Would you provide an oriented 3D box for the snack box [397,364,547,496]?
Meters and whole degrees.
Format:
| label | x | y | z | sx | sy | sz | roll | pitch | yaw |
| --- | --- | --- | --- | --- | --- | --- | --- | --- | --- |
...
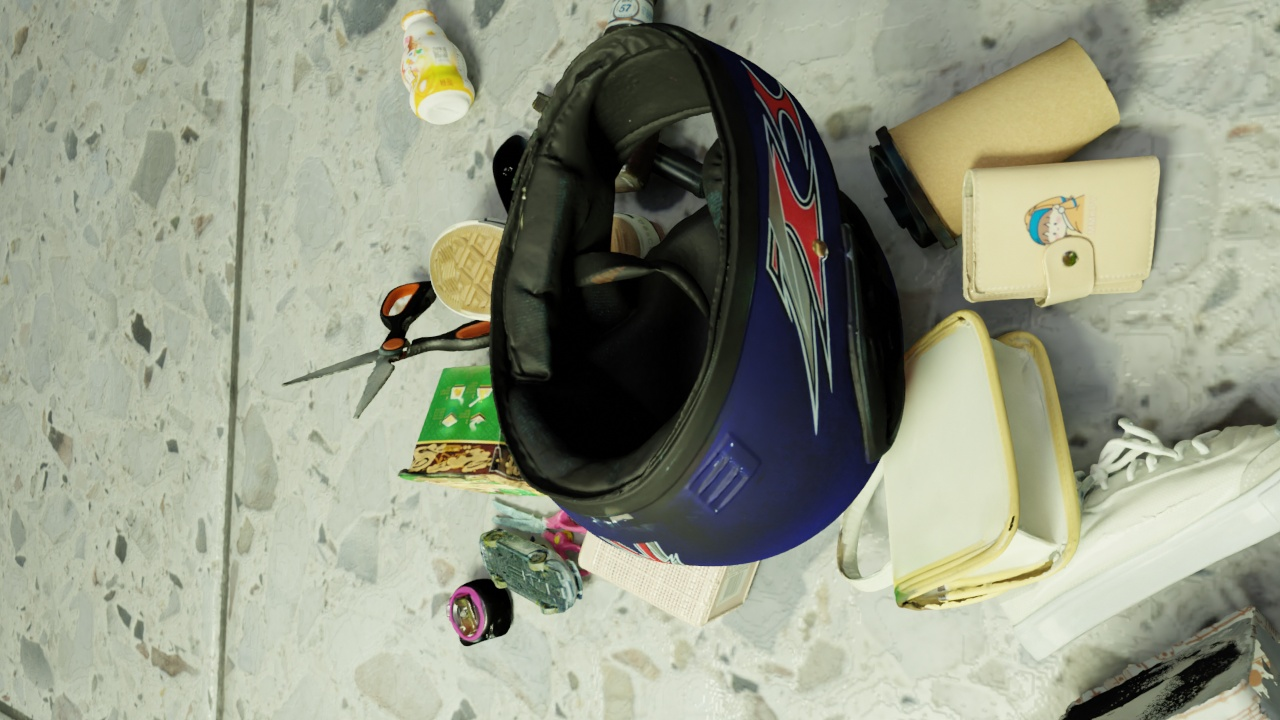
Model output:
| label | x | y | z | sx | sy | sz | roll | pitch | yaw |
| --- | --- | --- | --- | --- | --- | --- | --- | --- | --- |
| snack box | -0.128 | 0.062 | 0.811 | 0.118 | 0.118 | 0.105 | -4 | 74 | 34 |

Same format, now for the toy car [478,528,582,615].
| label | x | y | z | sx | sy | sz | roll | pitch | yaw |
| --- | --- | --- | --- | --- | --- | --- | --- | --- | --- |
| toy car | -0.099 | 0.185 | 0.816 | 0.121 | 0.036 | 0.054 | 9 | 118 | 44 |

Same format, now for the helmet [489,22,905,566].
| label | x | y | z | sx | sy | sz | roll | pitch | yaw |
| --- | --- | --- | --- | --- | --- | --- | --- | --- | --- |
| helmet | 0.050 | -0.027 | 0.598 | 0.248 | 0.240 | 0.315 | -2 | 79 | 41 |

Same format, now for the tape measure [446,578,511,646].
| label | x | y | z | sx | sy | sz | roll | pitch | yaw |
| --- | --- | --- | --- | --- | --- | --- | --- | --- | --- |
| tape measure | -0.151 | 0.233 | 0.853 | 0.057 | 0.039 | 0.058 | -23 | 76 | 32 |

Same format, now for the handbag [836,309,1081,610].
| label | x | y | z | sx | sy | sz | roll | pitch | yaw |
| --- | --- | --- | --- | --- | --- | --- | --- | --- | --- |
| handbag | 0.189 | 0.076 | 0.589 | 0.179 | 0.063 | 0.163 | 131 | 150 | -50 |

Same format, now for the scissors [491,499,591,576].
| label | x | y | z | sx | sy | sz | roll | pitch | yaw |
| --- | --- | --- | --- | --- | --- | --- | --- | --- | --- |
| scissors | -0.090 | 0.142 | 0.830 | 0.137 | 0.017 | 0.073 | 19 | 109 | 36 |

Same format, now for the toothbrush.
| label | x | y | z | sx | sy | sz | roll | pitch | yaw |
| --- | --- | --- | --- | --- | --- | --- | --- | --- | --- |
| toothbrush | -0.021 | -0.191 | 0.789 | 0.213 | 0.026 | 0.027 | 33 | 99 | 31 |

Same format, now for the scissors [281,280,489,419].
| label | x | y | z | sx | sy | sz | roll | pitch | yaw |
| --- | --- | --- | --- | --- | --- | --- | --- | --- | --- |
| scissors | -0.206 | -0.017 | 0.836 | 0.221 | 0.234 | 0.022 | -9 | 122 | -1 |

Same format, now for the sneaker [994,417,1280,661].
| label | x | y | z | sx | sy | sz | roll | pitch | yaw |
| --- | --- | --- | --- | --- | --- | --- | --- | --- | --- |
| sneaker | 0.301 | 0.078 | 0.527 | 0.243 | 0.089 | 0.090 | -45 | 61 | 32 |

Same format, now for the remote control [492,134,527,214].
| label | x | y | z | sx | sy | sz | roll | pitch | yaw |
| --- | --- | --- | --- | --- | --- | --- | --- | --- | --- |
| remote control | -0.105 | -0.150 | 0.846 | 0.053 | 0.024 | 0.136 | -37 | 69 | 29 |

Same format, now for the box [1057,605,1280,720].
| label | x | y | z | sx | sy | sz | roll | pitch | yaw |
| --- | --- | --- | --- | --- | --- | --- | --- | --- | --- |
| box | 0.336 | 0.180 | 0.440 | 0.260 | 0.178 | 0.110 | -42 | 67 | 28 |

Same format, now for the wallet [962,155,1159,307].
| label | x | y | z | sx | sy | sz | roll | pitch | yaw |
| --- | --- | --- | --- | --- | --- | --- | --- | --- | --- |
| wallet | 0.254 | -0.076 | 0.557 | 0.115 | 0.024 | 0.087 | -5 | 105 | -4 |

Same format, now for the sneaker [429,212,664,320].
| label | x | y | z | sx | sy | sz | roll | pitch | yaw |
| --- | --- | --- | --- | --- | --- | --- | --- | --- | --- |
| sneaker | -0.075 | -0.084 | 0.784 | 0.242 | 0.087 | 0.118 | -3 | 94 | 33 |

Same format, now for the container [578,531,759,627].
| label | x | y | z | sx | sy | sz | roll | pitch | yaw |
| --- | --- | --- | --- | --- | --- | --- | --- | --- | --- |
| container | 0.030 | 0.139 | 0.706 | 0.111 | 0.090 | 0.090 | 24 | 101 | 29 |

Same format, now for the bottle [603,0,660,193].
| label | x | y | z | sx | sy | sz | roll | pitch | yaw |
| --- | --- | --- | --- | --- | --- | --- | --- | --- | --- |
| bottle | -0.016 | -0.235 | 0.757 | 0.080 | 0.044 | 0.194 | 3 | 77 | 27 |

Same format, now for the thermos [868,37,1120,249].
| label | x | y | z | sx | sy | sz | roll | pitch | yaw |
| --- | --- | --- | --- | --- | --- | --- | --- | --- | --- |
| thermos | 0.221 | -0.138 | 0.589 | 0.143 | 0.093 | 0.093 | -31 | 71 | 20 |

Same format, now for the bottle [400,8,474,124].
| label | x | y | z | sx | sy | sz | roll | pitch | yaw |
| --- | --- | --- | --- | --- | --- | --- | --- | --- | --- |
| bottle | -0.203 | -0.288 | 0.895 | 0.063 | 0.063 | 0.108 | -28 | 73 | 30 |
